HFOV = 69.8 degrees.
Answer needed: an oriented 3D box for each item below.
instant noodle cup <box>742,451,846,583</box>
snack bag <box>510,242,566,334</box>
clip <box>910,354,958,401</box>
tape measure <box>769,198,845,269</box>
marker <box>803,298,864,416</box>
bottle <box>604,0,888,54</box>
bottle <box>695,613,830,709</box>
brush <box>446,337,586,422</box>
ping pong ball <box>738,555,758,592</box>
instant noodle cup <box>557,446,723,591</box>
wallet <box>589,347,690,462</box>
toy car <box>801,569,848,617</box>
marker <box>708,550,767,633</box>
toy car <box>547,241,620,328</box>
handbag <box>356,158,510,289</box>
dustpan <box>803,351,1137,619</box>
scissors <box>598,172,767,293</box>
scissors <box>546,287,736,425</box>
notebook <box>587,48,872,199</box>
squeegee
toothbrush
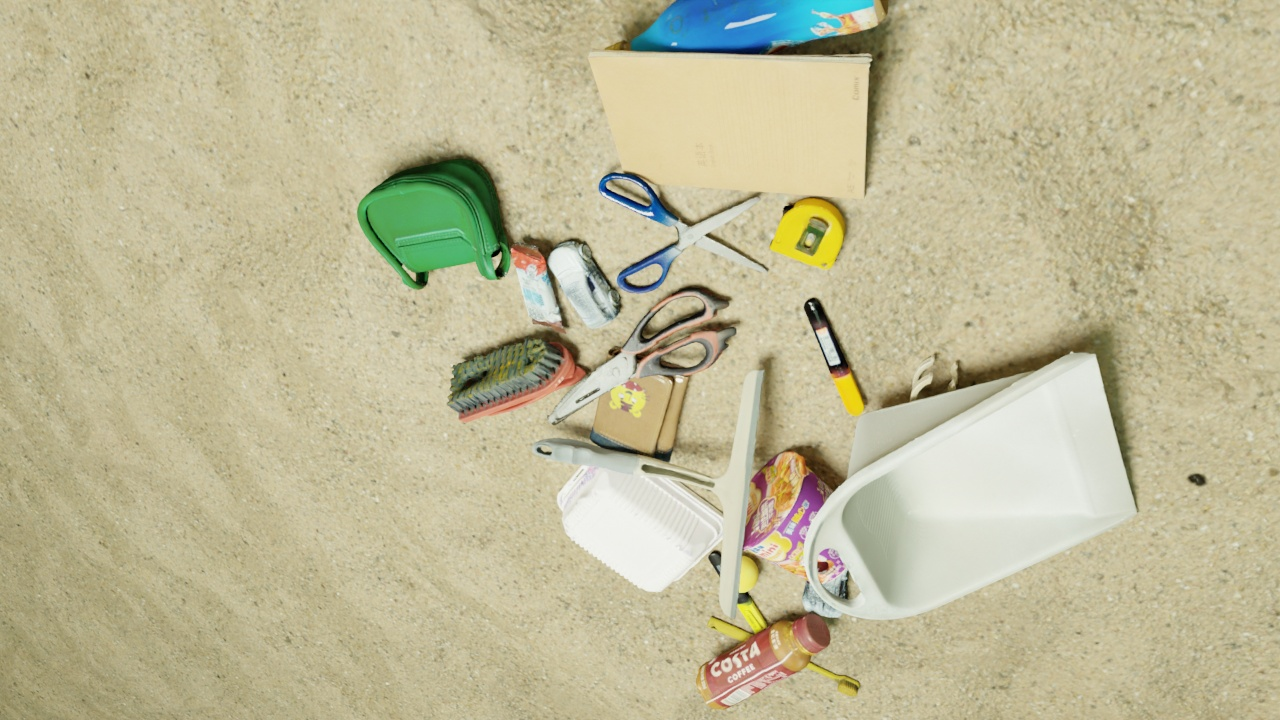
[{"bbox_3d":[0.159,0.164,0.913,0.099,0.111,0.112,36,127,-13],"label":"instant noodle cup"},{"bbox_3d":[-0.101,-0.068,0.901,0.045,0.026,0.105,16,139,26],"label":"snack bag"},{"bbox_3d":[0.260,0.044,0.839,0.076,0.034,0.101,20,131,7],"label":"clip"},{"bbox_3d":[0.146,-0.108,0.787,0.060,0.028,0.057,22,126,6],"label":"tape measure"},{"bbox_3d":[0.180,-0.003,0.851,0.018,0.015,0.124,-17,111,27],"label":"marker"},{"bbox_3d":[0.072,-0.257,0.697,0.219,0.065,0.065,-9,117,26],"label":"bottle"},{"bbox_3d":[0.139,0.339,1.039,0.057,0.057,0.175,42,125,-8],"label":"bottle"},{"bbox_3d":[-0.129,0.020,0.960,0.146,0.063,0.069,-19,143,28],"label":"brush"},{"bbox_3d":[0.110,0.236,1.013,0.040,0.040,0.040,10,124,15],"label":"ping pong ball"},{"bbox_3d":[-0.007,0.184,1.014,0.173,0.060,0.138,37,127,-3],"label":"instant noodle cup"},{"bbox_3d":[-0.001,0.049,0.944,0.090,0.033,0.115,19,122,10],"label":"wallet"},{"bbox_3d":[0.199,0.235,0.985,0.049,0.031,0.106,6,122,17],"label":"toy car"},{"bbox_3d":[0.111,0.266,1.049,0.018,0.015,0.124,-23,109,28],"label":"marker"},{"bbox_3d":[-0.056,-0.072,0.885,0.043,0.034,0.090,-20,111,33],"label":"toy car"},{"bbox_3d":[-0.196,-0.126,0.881,0.131,0.067,0.120,-7,119,25],"label":"handbag"},{"bbox_3d":[0.280,0.137,0.803,0.258,0.142,0.223,-10,131,31],"label":"dustpan"},{"bbox_3d":[0.032,-0.112,0.833,0.176,0.012,0.163,32,131,-8],"label":"scissors"},{"bbox_3d":[-0.003,0.016,0.898,0.177,0.015,0.211,22,110,10],"label":"scissors"},{"bbox_3d":[0.075,-0.187,0.735,0.212,0.012,0.149,7,152,16],"label":"notebook"},{"bbox_3d":[0.002,0.110,0.932,0.247,0.039,0.246,9,101,25],"label":"squeegee"},{"bbox_3d":[0.167,0.348,1.078,0.190,0.016,0.016,23,125,6],"label":"toothbrush"}]
